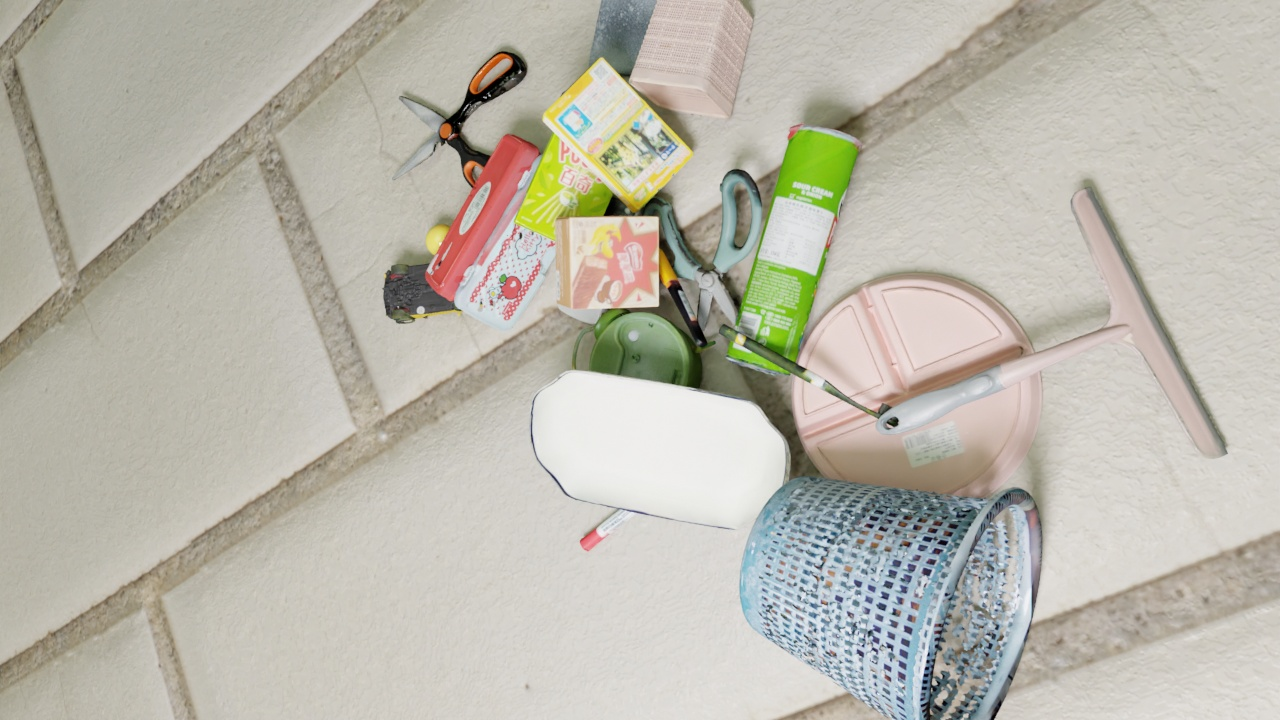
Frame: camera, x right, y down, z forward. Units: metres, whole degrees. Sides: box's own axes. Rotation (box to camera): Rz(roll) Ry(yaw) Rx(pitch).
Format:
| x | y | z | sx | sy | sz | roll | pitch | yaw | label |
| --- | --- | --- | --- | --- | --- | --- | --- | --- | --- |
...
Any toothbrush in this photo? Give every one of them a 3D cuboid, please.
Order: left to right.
| x | y | z | sx | sy | sz | roll | pitch | yaw | label |
| --- | --- | --- | --- | --- | --- | --- | --- | --- | --- |
| 0.157 | 0.011 | 0.850 | 0.186 | 0.012 | 0.017 | 29 | 94 | 8 | toothbrush |

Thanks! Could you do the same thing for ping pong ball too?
| x | y | z | sx | sy | sz | roll | pitch | yaw | label |
| --- | --- | --- | --- | --- | --- | --- | --- | --- | --- |
| -0.241 | -0.145 | 1.114 | 0.040 | 0.040 | 0.040 | -2 | 86 | 27 | ping pong ball |

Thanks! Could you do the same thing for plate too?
| x | y | z | sx | sy | sz | roll | pitch | yaw | label |
| --- | --- | --- | --- | --- | --- | --- | --- | --- | --- |
| 0.018 | 0.083 | 0.918 | 0.266 | 0.034 | 0.162 | 8 | 120 | 13 | plate |
| 0.248 | 0.031 | 0.854 | 0.230 | 0.028 | 0.229 | -2 | 86 | 27 | plate |

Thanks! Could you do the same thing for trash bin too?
| x | y | z | sx | sy | sz | roll | pitch | yaw | label |
| --- | --- | --- | --- | --- | --- | --- | --- | --- | --- |
| 0.202 | 0.192 | 0.779 | 0.195 | 0.226 | 0.226 | 14 | 93 | 40 | trash bin |

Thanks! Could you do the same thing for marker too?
| x | y | z | sx | sy | sz | roll | pitch | yaw | label |
| --- | --- | --- | --- | --- | --- | --- | --- | --- | --- |
| -0.010 | 0.160 | 0.986 | 0.145 | 0.017 | 0.017 | -40 | 70 | 19 | marker |
| 0.039 | -0.064 | 0.944 | 0.015 | 0.018 | 0.123 | -42 | 59 | 31 | marker |

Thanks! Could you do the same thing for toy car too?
| x | y | z | sx | sy | sz | roll | pitch | yaw | label |
| --- | --- | --- | --- | --- | --- | --- | --- | --- | --- |
| -0.246 | -0.086 | 1.112 | 0.156 | 0.041 | 0.071 | -8 | 83 | 21 | toy car |

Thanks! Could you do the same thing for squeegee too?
| x | y | z | sx | sy | sz | roll | pitch | yaw | label |
| --- | --- | --- | --- | --- | --- | --- | --- | --- | --- |
| 0.318 | 0.011 | 0.783 | 0.250 | 0.040 | 0.247 | -25 | 78 | 17 | squeegee |

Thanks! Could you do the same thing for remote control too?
| x | y | z | sx | sy | sz | roll | pitch | yaw | label |
| --- | --- | --- | --- | --- | --- | --- | --- | --- | --- |
| -0.043 | -0.115 | 1.019 | 0.058 | 0.021 | 0.150 | 25 | 98 | 27 | remote control |

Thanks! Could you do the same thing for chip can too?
| x | y | z | sx | sy | sz | roll | pitch | yaw | label |
| --- | --- | --- | --- | --- | --- | --- | --- | --- | --- |
| 0.146 | -0.104 | 0.890 | 0.072 | 0.072 | 0.236 | 18 | 95 | 27 | chip can |

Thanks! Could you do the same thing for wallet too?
| x | y | z | sx | sy | sz | roll | pitch | yaw | label |
| --- | --- | --- | --- | --- | --- | --- | --- | --- | --- |
| -0.003 | -0.375 | 1.019 | 0.097 | 0.019 | 0.121 | 11 | 91 | 26 | wallet |

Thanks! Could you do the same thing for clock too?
| x | y | z | sx | sy | sz | roll | pitch | yaw | label |
| --- | --- | --- | --- | --- | --- | --- | --- | --- | --- |
| -0.006 | 0.006 | 0.972 | 0.161 | 0.056 | 0.116 | 16 | 93 | 27 | clock |

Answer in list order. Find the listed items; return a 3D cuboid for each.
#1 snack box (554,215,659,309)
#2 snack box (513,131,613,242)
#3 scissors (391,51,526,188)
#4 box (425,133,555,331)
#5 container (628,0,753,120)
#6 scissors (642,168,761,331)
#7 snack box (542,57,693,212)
| x | y | z | sx | sy | sz | roll | pitch | yaw | label |
| --- | --- | --- | --- | --- | --- | --- | --- | --- | --- |
| -0.035 | -0.103 | 0.952 | 0.094 | 0.077 | 0.093 | -3 | 98 | -15 | snack box |
| -0.067 | -0.202 | 0.988 | 0.085 | 0.026 | 0.156 | 25 | 89 | -14 | snack box |
| -0.216 | -0.277 | 1.122 | 0.234 | 0.021 | 0.221 | -40 | 69 | 18 | scissors |
| -0.150 | -0.145 | 1.050 | 0.201 | 0.100 | 0.102 | -58 | 35 | 6 | box |
| 0.056 | -0.321 | 0.945 | 0.090 | 0.089 | 0.111 | 17 | 92 | 27 | container |
| 0.073 | -0.126 | 0.940 | 0.181 | 0.019 | 0.170 | -46 | 65 | 35 | scissors |
| -0.023 | -0.235 | 0.961 | 0.140 | 0.034 | 0.087 | 44 | 86 | -7 | snack box |
